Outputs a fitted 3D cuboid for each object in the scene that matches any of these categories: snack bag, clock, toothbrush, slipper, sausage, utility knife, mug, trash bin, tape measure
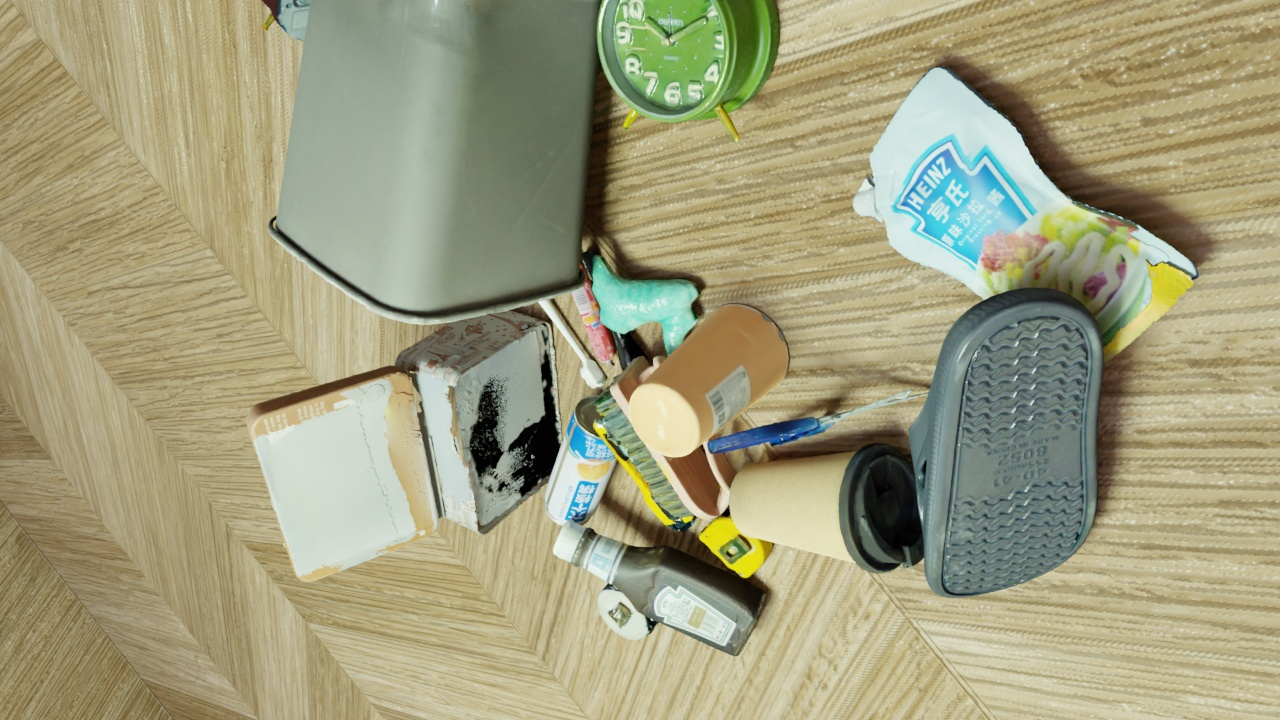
[{"bbox_3d":[0.219,-0.078,0.551,0.191,0.038,0.111,41,145,11],"label":"snack bag"},{"bbox_3d":[-0.275,-0.324,0.756,0.055,0.081,0.122,46,137,15],"label":"clock"},{"bbox_3d":[-0.087,-0.051,0.821,0.180,0.016,0.016,56,140,-4],"label":"toothbrush"},{"bbox_3d":[0.230,0.050,0.590,0.111,0.083,0.268,-10,130,4],"label":"slipper"},{"bbox_3d":[-0.052,-0.065,0.781,0.020,0.020,0.156,-9,110,41],"label":"sausage"},{"bbox_3d":[0.004,0.104,0.809,0.033,0.015,0.154,-17,126,28],"label":"utility knife"},{"bbox_3d":[0.049,0.017,0.680,0.078,0.122,0.078,19,126,28],"label":"mug"},{"bbox_3d":[-0.005,0.005,0.783,0.027,0.026,0.213,-130,15,-78],"label":"toothbrush"},{"bbox_3d":[-0.141,-0.172,0.661,0.199,0.198,0.220,31,122,31],"label":"trash bin"},{"bbox_3d":[0.085,0.160,0.804,0.060,0.028,0.057,44,133,8],"label":"tape measure"},{"bbox_3d":[-0.010,0.249,0.929,0.066,0.033,0.066,42,133,12],"label":"tape measure"},{"bbox_3d":[0.026,-0.228,0.595,0.116,0.056,0.161,14,123,30],"label":"clock"}]

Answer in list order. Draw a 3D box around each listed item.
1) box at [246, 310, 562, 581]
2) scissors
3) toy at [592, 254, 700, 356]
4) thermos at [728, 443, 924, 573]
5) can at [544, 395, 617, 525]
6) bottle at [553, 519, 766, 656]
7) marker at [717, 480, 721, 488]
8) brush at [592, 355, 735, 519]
[{"bbox_3d":[-0.192,0.075,0.813,0.106,0.271,0.178,27,132,41],"label":"box"},{"bbox_3d":[0.126,0.044,0.651,0.176,0.162,0.012,137,122,-70],"label":"scissors"},{"bbox_3d":[0.007,-0.040,0.736,0.092,0.030,0.096,1,114,23],"label":"toy"},{"bbox_3d":[0.140,0.110,0.694,0.144,0.092,0.093,-7,111,48],"label":"thermos"},{"bbox_3d":[-0.052,0.097,0.855,0.053,0.053,0.135,36,132,16],"label":"can"},{"bbox_3d":[0.014,0.202,0.844,0.195,0.043,0.080,23,128,8],"label":"bottle"},{"bbox_3d":[0.107,0.125,0.778,0.124,0.015,0.018,32,127,15],"label":"marker"},{"bbox_3d":[0.028,0.067,0.748,0.073,0.063,0.145,-27,102,28],"label":"brush"}]
